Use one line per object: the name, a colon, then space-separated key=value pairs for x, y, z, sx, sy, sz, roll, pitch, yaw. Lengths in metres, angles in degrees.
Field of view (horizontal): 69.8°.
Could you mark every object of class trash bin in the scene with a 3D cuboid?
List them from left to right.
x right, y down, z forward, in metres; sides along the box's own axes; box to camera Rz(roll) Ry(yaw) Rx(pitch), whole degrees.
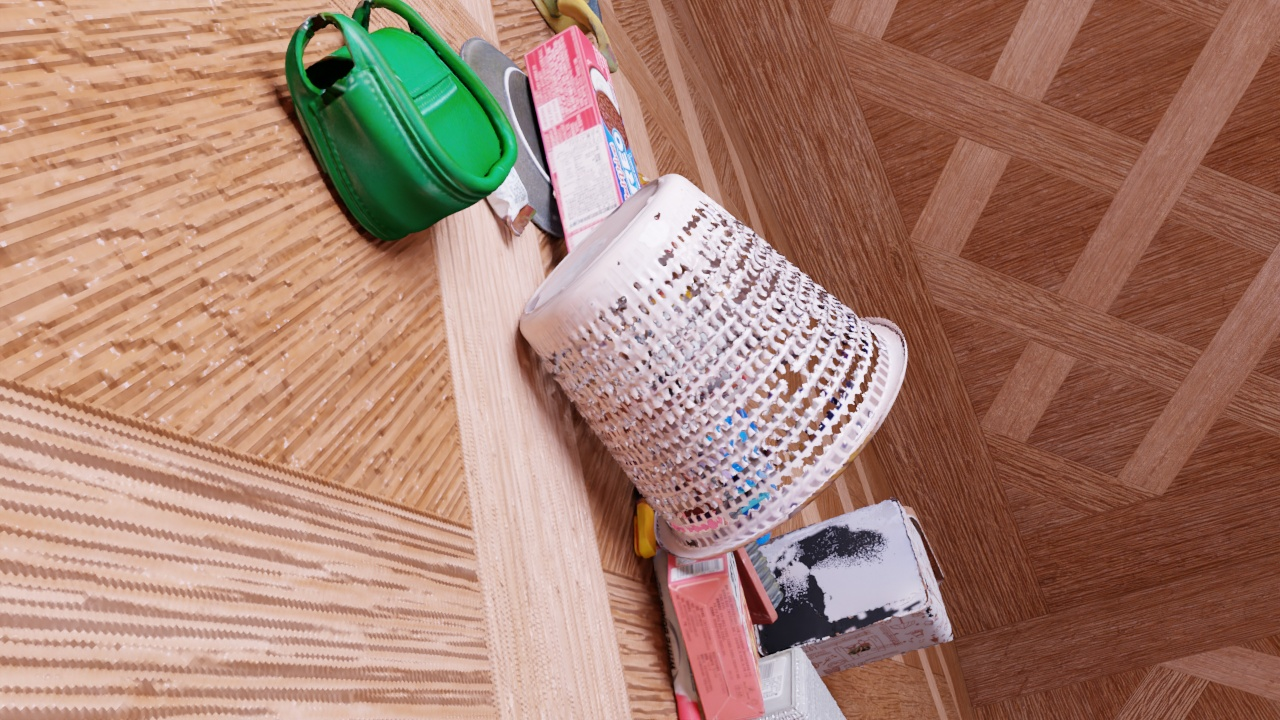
trash bin: x=0.033 y=-0.010 z=0.632 sx=0.192 sy=0.228 sz=0.227 roll=45 pitch=22 yaw=-14

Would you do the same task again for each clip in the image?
clip: x=0.099 y=0.129 z=0.858 sx=0.056 sy=0.015 sz=0.049 roll=-20 pitch=102 yaw=-32

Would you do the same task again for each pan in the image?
pan: x=-0.079 y=-0.401 z=0.976 sx=0.198 sy=0.078 sz=0.356 roll=50 pitch=24 yaw=-48

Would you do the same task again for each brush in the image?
brush: x=0.059 y=0.158 z=0.763 sx=0.069 sy=0.063 sz=0.146 roll=-33 pitch=102 yaw=-44

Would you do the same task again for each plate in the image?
plate: x=-0.091 y=-0.188 z=0.767 sx=0.179 sy=0.024 sz=0.179 roll=-90 pitch=154 yaw=-52

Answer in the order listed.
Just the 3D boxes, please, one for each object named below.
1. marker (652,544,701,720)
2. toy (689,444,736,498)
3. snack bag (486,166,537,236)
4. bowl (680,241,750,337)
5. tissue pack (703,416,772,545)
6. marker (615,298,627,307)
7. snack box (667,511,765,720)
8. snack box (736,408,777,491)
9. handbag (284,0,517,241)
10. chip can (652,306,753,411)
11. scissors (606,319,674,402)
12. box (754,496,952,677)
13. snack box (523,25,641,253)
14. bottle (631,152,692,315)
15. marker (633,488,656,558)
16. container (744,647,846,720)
marker: x=0.026 y=0.203 z=0.666 sx=0.017 sy=0.017 sz=0.145 roll=48 pitch=26 yaw=-52
toy: x=0.062 y=0.122 z=0.823 sx=0.084 sy=0.038 sz=0.108 roll=2 pitch=-66 yaw=59
snack bag: x=-0.107 y=-0.139 z=0.646 sx=0.104 sy=0.026 sz=0.048 roll=62 pitch=24 yaw=-26
bowl: x=0.053 y=-0.064 z=0.981 sx=0.064 sy=0.119 sz=0.118 roll=-24 pitch=94 yaw=-35
tissue pack: x=0.097 y=0.122 z=0.936 sx=0.156 sy=0.052 sz=0.095 roll=-67 pitch=136 yaw=-67
marker: x=-0.026 y=-0.054 z=0.821 sx=0.017 sy=0.017 sz=0.145 roll=69 pitch=16 yaw=2
snack box: x=0.054 y=0.178 z=0.673 sx=0.127 sy=0.044 sz=0.113 roll=-84 pitch=159 yaw=-74
snack box: x=0.120 y=0.096 z=1.090 sx=0.157 sy=0.026 sz=0.084 roll=50 pitch=24 yaw=-48
handbag: x=-0.128 y=-0.136 z=0.497 sx=0.120 sy=0.068 sz=0.131 roll=60 pitch=18 yaw=-24
chip can: x=0.069 y=0.003 z=0.922 sx=0.214 sy=0.071 sz=0.071 roll=39 pitch=33 yaw=-72
scissors: x=-0.006 y=-0.005 z=0.837 sx=0.159 sy=0.014 sz=0.170 roll=58 pitch=20 yaw=-28
box: x=0.226 y=0.257 z=0.964 sx=0.193 sy=0.183 sz=0.156 roll=51 pitch=24 yaw=-39
snack box: x=-0.043 y=-0.171 z=0.754 sx=0.057 sy=0.058 sz=0.207 roll=31 pitch=41 yaw=-59
bottle: x=0.000 y=-0.128 z=0.925 sx=0.175 sy=0.057 sz=0.057 roll=71 pitch=16 yaw=6
marker: x=0.002 y=0.105 z=0.718 sx=0.018 sy=0.015 sz=0.123 roll=56 pitch=18 yaw=-32
container: x=0.111 y=0.295 z=0.704 sx=0.114 sy=0.090 sz=0.090 roll=61 pitch=17 yaw=-14
